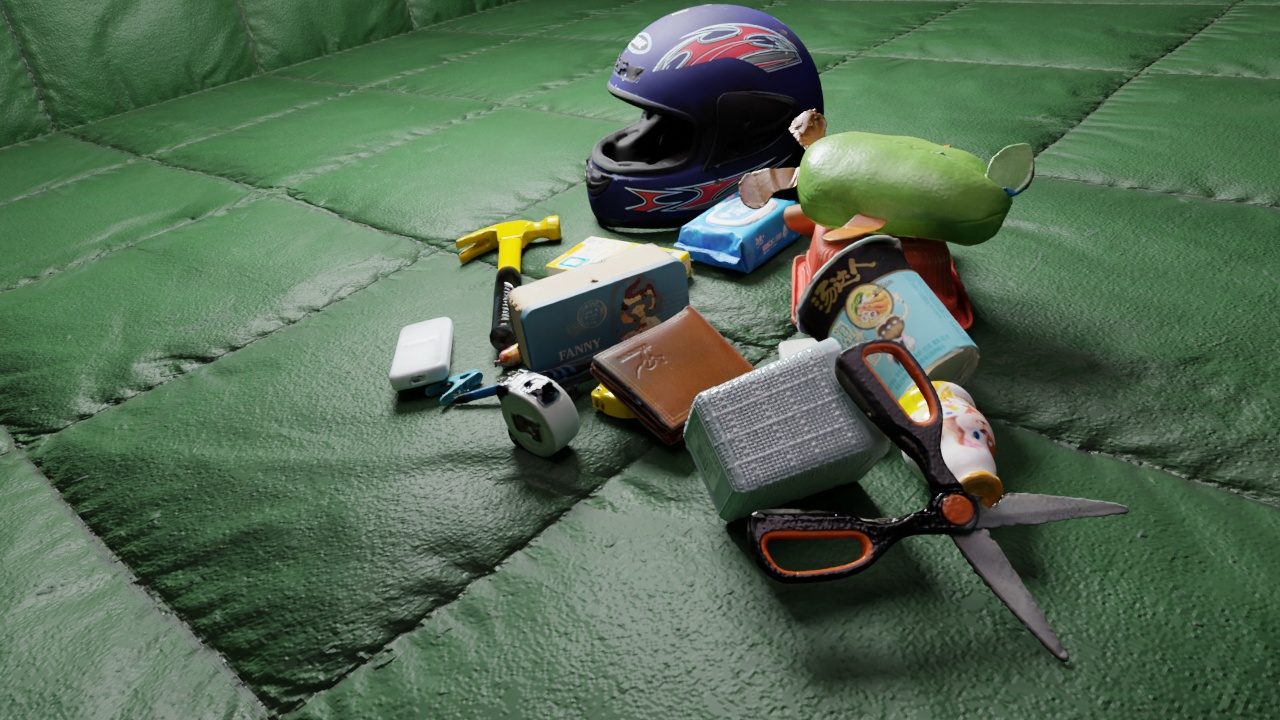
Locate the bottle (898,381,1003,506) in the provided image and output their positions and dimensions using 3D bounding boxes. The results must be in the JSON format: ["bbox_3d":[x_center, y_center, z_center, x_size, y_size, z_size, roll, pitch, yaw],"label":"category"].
[{"bbox_3d":[0.218,0.062,0.647,0.063,0.063,0.108,-7,30,2],"label":"bottle"}]

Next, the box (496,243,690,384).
[{"bbox_3d":[-0.043,-0.044,0.872,0.184,0.090,0.061,-24,34,-20],"label":"box"}]

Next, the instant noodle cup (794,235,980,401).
[{"bbox_3d":[0.204,-0.022,0.740,0.111,0.111,0.120,-21,54,-21],"label":"instant noodle cup"}]

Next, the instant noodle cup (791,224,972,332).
[{"bbox_3d":[0.230,-0.089,0.888,0.164,0.079,0.188,1,26,8],"label":"instant noodle cup"}]

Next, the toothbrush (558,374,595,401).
[{"bbox_3d":[-0.005,0.005,0.856,0.188,0.018,0.014,-22,32,-28],"label":"toothbrush"}]

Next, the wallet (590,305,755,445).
[{"bbox_3d":[0.032,0.008,0.778,0.124,0.032,0.101,-28,59,-35],"label":"wallet"}]

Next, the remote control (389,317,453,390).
[{"bbox_3d":[-0.215,-0.008,0.912,0.056,0.020,0.136,-15,24,-3],"label":"remote control"}]

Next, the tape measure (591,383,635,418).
[{"bbox_3d":[-0.009,0.025,0.803,0.057,0.029,0.059,15,38,34],"label":"tape measure"}]

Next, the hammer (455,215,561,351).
[{"bbox_3d":[-0.150,-0.094,1.040,0.129,0.033,0.300,-10,30,-1],"label":"hammer"}]

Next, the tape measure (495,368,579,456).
[{"bbox_3d":[-0.083,0.045,0.751,0.066,0.066,0.033,16,42,39],"label":"tape measure"}]

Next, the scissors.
[{"bbox_3d":[0.175,0.084,0.568,0.234,0.022,0.220,-12,64,0],"label":"scissors"}]

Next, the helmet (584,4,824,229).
[{"bbox_3d":[0.073,-0.317,1.161,0.315,0.241,0.247,-15,29,-10],"label":"helmet"}]

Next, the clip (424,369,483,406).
[{"bbox_3d":[-0.172,0.024,0.863,0.054,0.013,0.034,-30,37,-33],"label":"clip"}]

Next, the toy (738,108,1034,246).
[{"bbox_3d":[0.223,-0.162,0.845,0.247,0.090,0.226,22,48,31],"label":"toy"}]

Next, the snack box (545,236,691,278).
[{"bbox_3d":[-0.024,-0.100,1.018,0.141,0.034,0.086,12,36,34],"label":"snack box"}]

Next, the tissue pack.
[{"bbox_3d":[0.118,-0.152,1.049,0.095,0.052,0.156,18,39,37],"label":"tissue pack"}]

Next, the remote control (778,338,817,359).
[{"bbox_3d":[0.154,0.024,0.769,0.058,0.021,0.149,-5,30,3],"label":"remote control"}]

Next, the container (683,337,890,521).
[{"bbox_3d":[0.097,0.053,0.647,0.111,0.090,0.090,-19,69,-13],"label":"container"}]

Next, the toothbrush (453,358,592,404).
[{"bbox_3d":[-0.081,0.014,0.828,0.190,0.014,0.016,-15,29,8],"label":"toothbrush"}]

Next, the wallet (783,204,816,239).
[{"bbox_3d":[0.235,-0.152,0.976,0.132,0.031,0.107,-4,-9,36],"label":"wallet"}]

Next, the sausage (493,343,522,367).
[{"bbox_3d":[-0.083,-0.028,0.923,0.155,0.020,0.020,-31,37,-33],"label":"sausage"}]
